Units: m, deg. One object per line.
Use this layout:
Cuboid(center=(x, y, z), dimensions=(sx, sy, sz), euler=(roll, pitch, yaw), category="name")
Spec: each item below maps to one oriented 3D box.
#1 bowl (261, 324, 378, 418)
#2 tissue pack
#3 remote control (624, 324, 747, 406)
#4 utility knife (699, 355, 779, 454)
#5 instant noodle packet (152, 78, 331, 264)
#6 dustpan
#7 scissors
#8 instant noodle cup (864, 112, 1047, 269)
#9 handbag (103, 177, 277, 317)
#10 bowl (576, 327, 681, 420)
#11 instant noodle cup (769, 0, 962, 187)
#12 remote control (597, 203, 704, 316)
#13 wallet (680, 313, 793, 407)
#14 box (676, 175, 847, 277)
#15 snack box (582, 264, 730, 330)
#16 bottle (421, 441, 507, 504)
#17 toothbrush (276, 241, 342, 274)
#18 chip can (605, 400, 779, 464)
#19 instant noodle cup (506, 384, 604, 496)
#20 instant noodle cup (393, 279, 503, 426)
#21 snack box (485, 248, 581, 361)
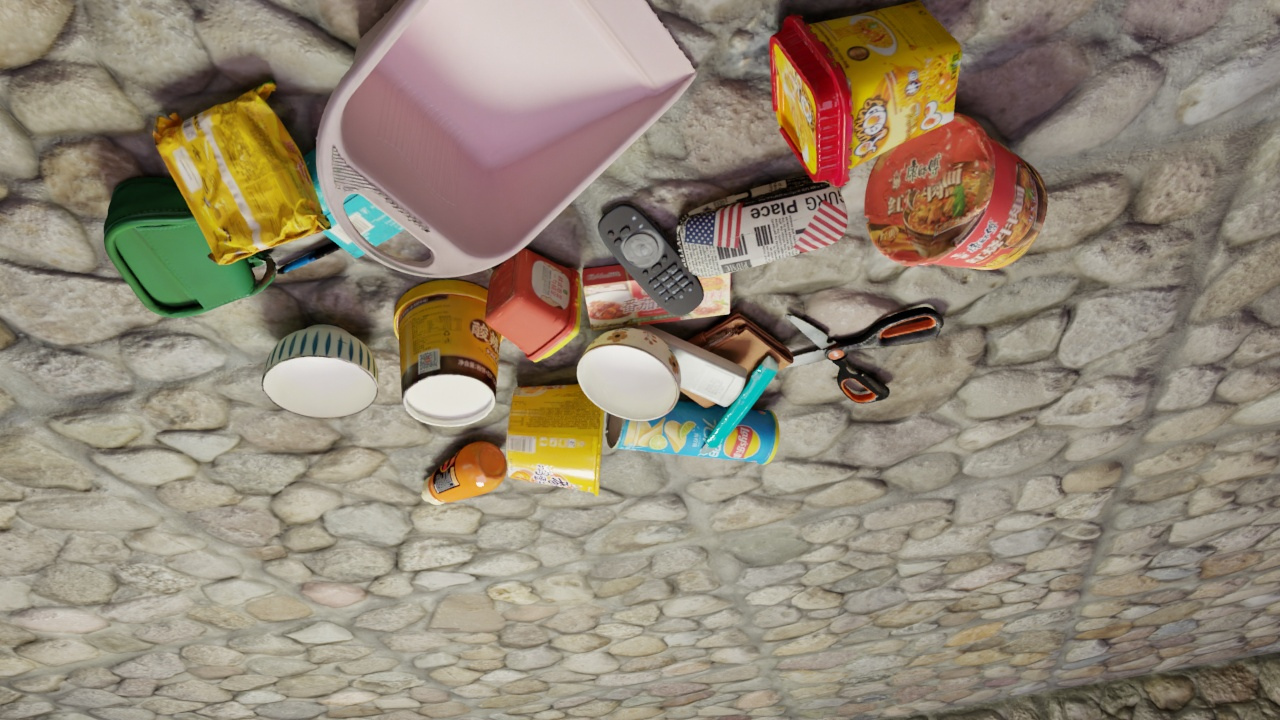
Cuboid(center=(-0.338, 0.004, 0.978), dimensions=(0.116, 0.066, 0.117), euler=(-5, 145, -4), category="bowl")
Cuboid(center=(-0.235, -0.155, 0.795), dimensions=(0.134, 0.050, 0.093), euler=(-25, 138, 22), category="tissue pack")
Cuboid(center=(0.046, 0.002, 1.036), dimensions=(0.150, 0.021, 0.058), euler=(24, 136, -4), category="remote control")
Cuboid(center=(0.116, 0.056, 1.087), dimensions=(0.029, 0.013, 0.167), euler=(16, 125, -26), category="utility knife")
Cuboid(center=(-0.324, -0.152, 0.748), dimensions=(0.111, 0.044, 0.128), euler=(-17, 104, 10), category="instant noodle packet")
Cuboid(center=(-0.105, -0.186, 0.702), dimensions=(0.274, 0.138, 0.222), euler=(-27, 139, 25), category="dustpan")
Cuboid(center=(0.253, -0.008, 1.097), dimensions=(0.221, 0.021, 0.233), euler=(-25, 138, 25), category="scissors")
Cuboid(center=(0.291, -0.146, 0.838), dimensions=(0.108, 0.137, 0.138), euler=(8, 142, -34), category="instant noodle cup")
Cuboid(center=(-0.406, -0.104, 0.829), dimensions=(0.120, 0.068, 0.131), euler=(-11, 143, -8), category="handbag")
Cuboid(center=(-0.006, 0.006, 0.998), dimensions=(0.113, 0.062, 0.114), euler=(12, 135, 12), category="bowl")
Cuboid(center=(0.180, -0.221, 0.736), dimensions=(0.123, 0.116, 0.116), euler=(-19, 143, -3), category="instant noodle cup")
Cuboid(center=(0.011, -0.100, 0.910), dimensions=(0.053, 0.024, 0.136), euler=(-35, 115, 16), category="remote control")
Cuboid(center=(0.096, 0.003, 1.075), dimensions=(0.132, 0.031, 0.107), euler=(-31, 133, 32), category="wallet")
Cuboid(center=(0.114, -0.125, 0.870), dimensions=(0.163, 0.082, 0.075), euler=(-12, 137, 11), category="box")
Cuboid(center=(0.018, -0.072, 0.970), dimensions=(0.153, 0.025, 0.075), euler=(-7, 144, 0), category="snack box")
Cuboid(center=(-0.241, 0.156, 1.208), dimensions=(0.150, 0.066, 0.066), euler=(-28, 139, 37), category="bottle")
Cuboid(center=(-0.272, -0.119, 0.869), dimensions=(0.190, 0.014, 0.016), euler=(-20, 141, 18), category="toothbrush")
Cuboid(center=(0.066, 0.086, 1.152), dimensions=(0.210, 0.071, 0.071), euler=(8, 141, -18), category="chip can")
Cuboid(center=(-0.098, 0.089, 1.086), dimensions=(0.110, 0.137, 0.138), euler=(4, 143, -1), category="instant noodle cup")
Cuboid(center=(-0.198, -0.003, 0.952), dimensions=(0.118, 0.114, 0.119), euler=(-4, 143, -4), category="instant noodle cup")
Cuboid(center=(-0.106, -0.059, 0.915), dimensions=(0.080, 0.091, 0.082), euler=(33, 129, -32), category="snack box")
